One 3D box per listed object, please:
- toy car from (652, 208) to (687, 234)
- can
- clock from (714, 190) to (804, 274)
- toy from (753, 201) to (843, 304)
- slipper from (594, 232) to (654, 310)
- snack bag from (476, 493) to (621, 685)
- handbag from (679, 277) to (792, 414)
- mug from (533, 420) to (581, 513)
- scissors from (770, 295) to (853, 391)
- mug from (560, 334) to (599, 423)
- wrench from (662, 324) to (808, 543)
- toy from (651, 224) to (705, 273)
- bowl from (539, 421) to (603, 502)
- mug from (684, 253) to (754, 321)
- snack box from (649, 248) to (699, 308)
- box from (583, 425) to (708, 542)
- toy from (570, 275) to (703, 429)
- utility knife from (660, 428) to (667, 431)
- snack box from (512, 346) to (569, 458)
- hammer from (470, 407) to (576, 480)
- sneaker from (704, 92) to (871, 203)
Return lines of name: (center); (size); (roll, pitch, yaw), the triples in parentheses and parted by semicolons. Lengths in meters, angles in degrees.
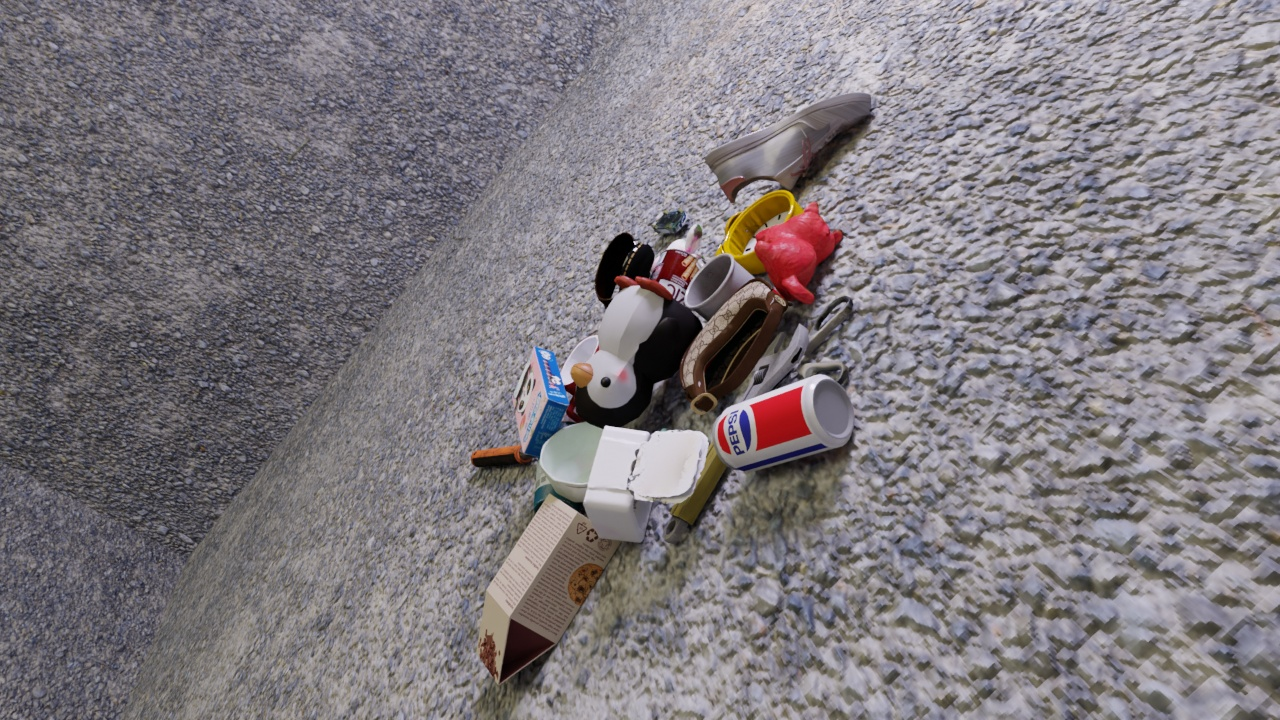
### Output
toy car: (0.052, -0.225, 1.502); (0.038, 0.027, 0.090); (-54, 23, -9)
can: (0.137, 0.064, 0.892); (0.132, 0.070, 0.070); (-25, 36, 47)
clock: (0.154, -0.162, 1.203); (0.152, 0.052, 0.113); (-19, 40, 45)
toy: (0.186, -0.122, 1.056); (0.094, 0.088, 0.132); (-30, 32, 21)
slipper: (-0.029, -0.123, 1.360); (0.268, 0.076, 0.113); (116, 180, -83)
snack bag: (-0.122, 0.271, 1.079); (0.206, 0.070, 0.094); (-57, 24, -9)
handbag: (0.105, -0.013, 1.047); (0.167, 0.063, 0.138); (-49, 11, 16)
mug: (-0.104, 0.150, 1.215); (0.078, 0.078, 0.121); (-35, 33, 35)
scissors: (0.177, -0.004, 0.984); (0.157, 0.012, 0.171); (-56, 23, -5)
mug: (-0.055, 0.039, 1.243); (0.081, 0.096, 0.116); (-13, 45, 56)
wrench: (0.100, 0.078, 0.989); (0.273, 0.018, 0.084); (-59, 16, -9)
toy: (0.057, -0.154, 1.385); (0.123, 0.038, 0.079); (-18, 54, 52)
bowl: (-0.063, 0.135, 1.147); (0.117, 0.061, 0.117); (-6, 35, 4)
mug: (0.105, -0.088, 1.161); (0.084, 0.070, 0.113); (-45, 25, 17)
snack box: (0.038, -0.090, 1.288); (0.072, 0.072, 0.121); (-18, 40, 52)
box: (0.014, 0.125, 0.998); (0.132, 0.152, 0.107); (4, 55, 13)
toy: (-0.007, 0.007, 1.152); (0.184, 0.140, 0.159); (-59, 24, -8)
utility knife: (0.043, 0.108, 1.057); (0.022, 0.015, 0.141); (-67, 17, 6)
snack box: (-0.136, 0.054, 1.231); (0.088, 0.033, 0.154); (-65, 23, 20)
hammer: (-0.185, 0.135, 1.429); (0.315, 0.035, 0.137); (-14, 45, 56)
sneaker: (0.209, -0.281, 1.246); (0.237, 0.089, 0.099); (-20, 1, 21)
